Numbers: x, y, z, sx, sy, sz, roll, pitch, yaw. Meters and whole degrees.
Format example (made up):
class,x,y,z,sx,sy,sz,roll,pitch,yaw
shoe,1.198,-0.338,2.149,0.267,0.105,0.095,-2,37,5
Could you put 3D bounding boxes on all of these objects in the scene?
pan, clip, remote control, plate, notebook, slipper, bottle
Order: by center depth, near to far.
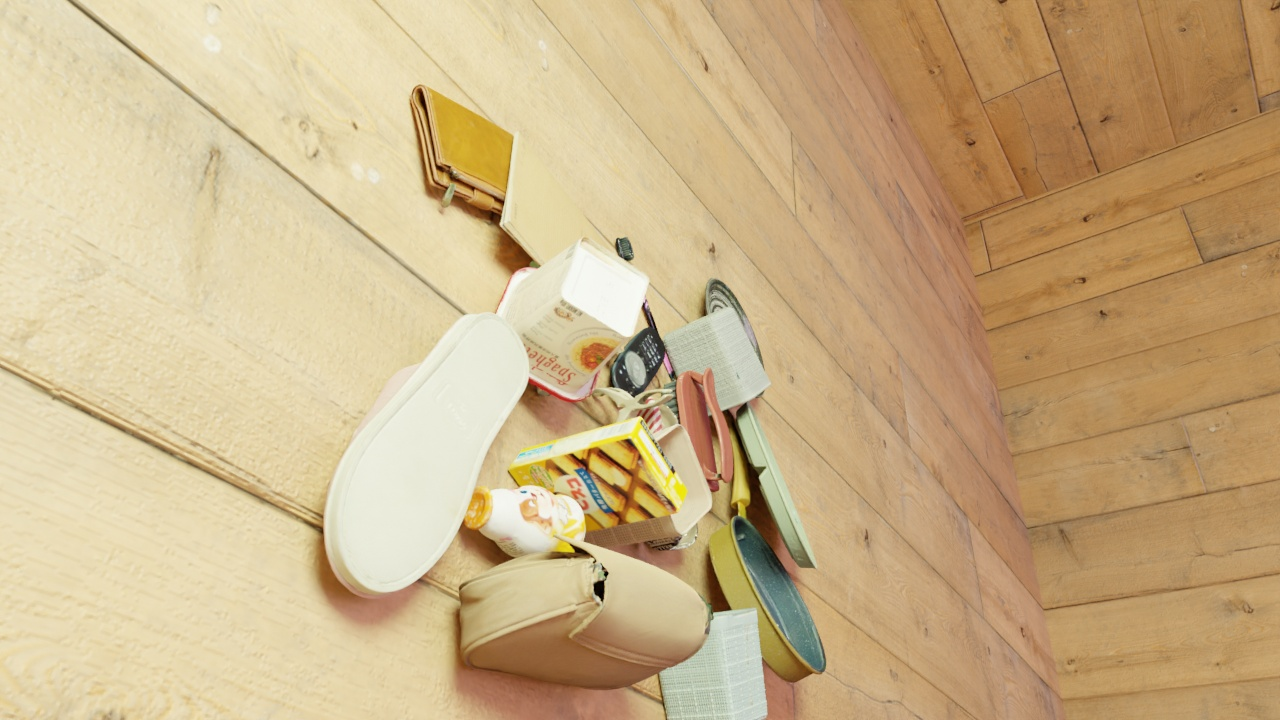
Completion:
class,x,y,z,sx,sy,sz,roll,pitch,yaw
slipper,-0.165,0.063,0.712,0.114,0.055,0.273,53,38,-27
bottle,-0.098,0.136,0.773,0.108,0.063,0.063,27,51,-43
clip,-0.022,0.042,0.946,0.098,0.100,0.035,49,23,24
notebook,-0.076,-0.123,0.971,0.211,0.012,0.149,49,28,-41
remote control,-0.006,0.006,1.046,0.053,0.024,0.136,63,31,-17
pan,0.136,0.208,1.105,0.197,0.078,0.357,44,18,-50
plate,0.171,0.161,1.177,0.230,0.027,0.230,-21,89,-83
plate,0.126,-0.030,1.281,0.179,0.024,0.179,47,31,-41

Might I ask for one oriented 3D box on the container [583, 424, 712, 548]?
class,x,y,z,sx,sy,sz,roll,pitch,yaw
container,-0.007,0.125,0.884,0.089,0.111,0.090,-28,97,-60

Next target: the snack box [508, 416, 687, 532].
class,x,y,z,sx,sy,sz,roll,pitch,yaw
snack box,-0.039,0.106,0.811,0.087,0.141,0.033,59,36,-21

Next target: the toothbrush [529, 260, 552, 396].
class,x,y,z,sx,sy,sz,roll,pitch,yaw
toothbrush,-0.099,-0.071,0.933,0.026,0.027,0.224,99,-13,-67

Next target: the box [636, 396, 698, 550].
class,x,y,z,sx,sy,sz,roll,pitch,yaw
box,0.026,0.119,0.974,0.075,0.086,0.162,-4,76,-18

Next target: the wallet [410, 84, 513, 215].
class,x,y,z,sx,sy,sz,roll,pitch,yaw
wallet,-0.161,-0.194,0.892,0.130,0.035,0.119,18,57,-57

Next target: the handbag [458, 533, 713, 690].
class,x,y,z,sx,sy,sz,roll,pitch,yaw
handbag,-0.044,0.202,0.738,0.204,0.148,0.099,35,37,-48

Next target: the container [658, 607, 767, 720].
class,x,y,z,sx,sy,sz,roll,pitch,yaw
container,0.071,0.315,0.930,0.089,0.090,0.111,15,64,-55

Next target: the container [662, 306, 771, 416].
class,x,y,z,sx,sy,sz,roll,pitch,yaw
container,0.093,0.001,1.154,0.090,0.090,0.114,-27,94,-61

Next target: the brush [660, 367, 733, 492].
class,x,y,z,sx,sy,sz,roll,pitch,yaw
brush,0.068,0.080,1.082,0.063,0.069,0.145,24,53,-54

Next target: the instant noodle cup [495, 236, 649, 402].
class,x,y,z,sx,sy,sz,roll,pitch,yaw
instant noodle cup,-0.062,-0.041,0.843,0.116,0.124,0.116,30,53,-19

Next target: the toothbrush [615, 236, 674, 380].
class,x,y,z,sx,sy,sz,roll,pitch,yaw
toothbrush,0.010,-0.063,1.124,0.014,0.018,0.189,-34,104,-62
